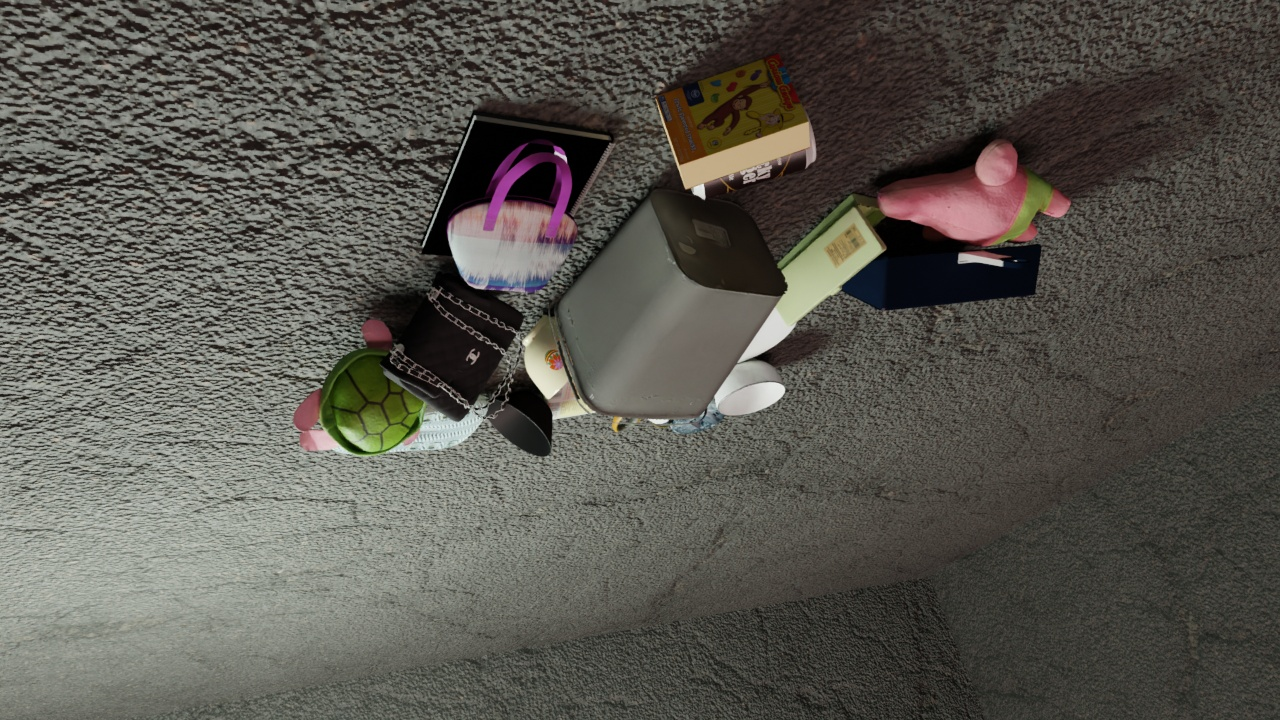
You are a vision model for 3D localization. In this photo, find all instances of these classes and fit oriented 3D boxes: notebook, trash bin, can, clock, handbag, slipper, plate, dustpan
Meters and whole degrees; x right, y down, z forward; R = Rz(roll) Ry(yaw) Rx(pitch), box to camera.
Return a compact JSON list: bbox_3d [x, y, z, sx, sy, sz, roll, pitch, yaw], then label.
[{"bbox_3d":[-0.133,-0.173,0.964,0.148,0.016,0.207,1,149,-28],"label":"notebook"},{"bbox_3d":[0.035,-0.065,1.083,0.197,0.197,0.221,3,141,-33],"label":"trash bin"},{"bbox_3d":[0.109,-0.217,0.947,0.128,0.071,0.072,-17,153,1],"label":"can"},{"bbox_3d":[0.080,0.089,1.536,0.130,0.052,0.090,-26,152,18],"label":"clock"},{"bbox_3d":[-0.211,-0.013,1.059,0.153,0.115,0.125,-57,138,-3],"label":"handbag"},{"bbox_3d":[-0.120,-0.151,0.937,0.144,0.068,0.170,2,142,-27],"label":"handbag"},{"bbox_3d":[-0.318,0.073,1.263,0.244,0.074,0.104,-4,145,-41],"label":"slipper"},{"bbox_3d":[0.130,-0.043,1.349,0.208,0.015,0.209,-13,154,-6],"label":"plate"},{"bbox_3d":[0.398,-0.121,1.187,0.236,0.273,0.080,-7,112,-18],"label":"dustpan"}]

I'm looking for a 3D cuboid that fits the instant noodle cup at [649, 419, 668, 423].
[{"bbox_3d":[-0.007,0.007,1.246,0.121,0.123,0.124,24,138,-22],"label":"instant noodle cup"}]

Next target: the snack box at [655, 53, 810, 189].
[{"bbox_3d":[0.089,-0.231,0.889,0.126,0.088,0.040,-18,153,4],"label":"snack box"}]

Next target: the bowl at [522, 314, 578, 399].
[{"bbox_3d":[-0.111,-0.019,1.193,0.074,0.117,0.118,40,133,-8],"label":"bowl"}]

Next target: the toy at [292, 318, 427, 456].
[{"bbox_3d":[-0.312,0.041,1.137,0.237,0.088,0.190,-27,123,-28],"label":"toy"}]

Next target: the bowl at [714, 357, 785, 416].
[{"bbox_3d":[0.170,0.037,1.472,0.113,0.063,0.114,-12,153,-7],"label":"bowl"}]

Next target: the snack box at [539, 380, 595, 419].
[{"bbox_3d":[-0.068,0.042,1.393,0.168,0.027,0.132,-9,153,-16],"label":"snack box"}]

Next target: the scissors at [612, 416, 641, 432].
[{"bbox_3d":[0.020,0.052,1.418,0.225,0.016,0.225,-37,151,25],"label":"scissors"}]

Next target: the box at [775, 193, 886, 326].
[{"bbox_3d":[0.248,-0.134,1.197,0.083,0.091,0.189,-24,168,-43],"label":"box"}]

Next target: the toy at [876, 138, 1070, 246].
[{"bbox_3d":[0.401,-0.194,1.132,0.236,0.096,0.192,3,154,-13],"label":"toy"}]

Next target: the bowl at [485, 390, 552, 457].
[{"bbox_3d":[-0.168,0.082,1.363,0.052,0.124,0.124,-53,169,-29],"label":"bowl"}]
